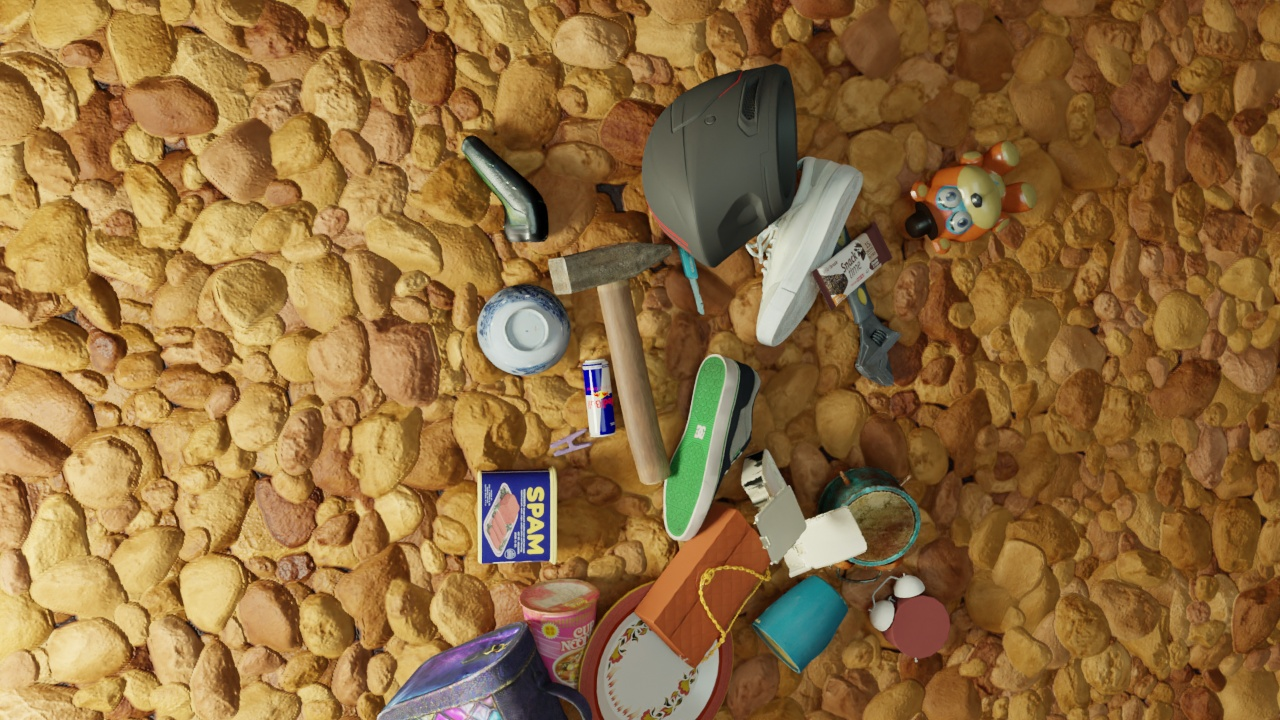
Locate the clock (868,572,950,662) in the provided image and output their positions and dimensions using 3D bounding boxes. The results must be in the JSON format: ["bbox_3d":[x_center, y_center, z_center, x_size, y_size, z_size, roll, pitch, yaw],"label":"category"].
[{"bbox_3d":[0.357,0.341,1.221,0.087,0.044,0.124,-43,99,-7],"label":"clock"}]

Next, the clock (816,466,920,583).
[{"bbox_3d":[0.292,0.216,1.190,0.121,0.073,0.158,4,107,-7],"label":"clock"}]

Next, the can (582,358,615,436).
[{"bbox_3d":[-0.051,0.046,1.133,0.032,0.032,0.095,-7,94,-11],"label":"can"}]

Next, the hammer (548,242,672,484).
[{"bbox_3d":[-0.007,0.006,1.119,0.157,0.037,0.301,-18,102,-34],"label":"hammer"}]

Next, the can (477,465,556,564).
[{"bbox_3d":[-0.149,0.187,1.107,0.092,0.056,0.116,0,92,-10],"label":"can"}]

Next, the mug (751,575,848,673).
[{"bbox_3d":[0.215,0.341,1.182,0.104,0.084,0.112,-42,128,-13],"label":"mug"}]

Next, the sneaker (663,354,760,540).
[{"bbox_3d":[0.095,0.115,1.146,0.079,0.084,0.235,15,91,-32],"label":"sneaker"}]

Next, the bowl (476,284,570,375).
[{"bbox_3d":[-0.138,-0.037,1.105,0.114,0.045,0.114,0,92,-11],"label":"bowl"}]

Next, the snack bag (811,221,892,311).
[{"bbox_3d":[0.272,-0.122,1.166,0.157,0.013,0.057,-36,102,-37],"label":"snack bag"}]

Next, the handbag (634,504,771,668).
[{"bbox_3d":[0.090,0.281,1.133,0.171,0.060,0.109,-49,118,-20],"label":"handbag"}]

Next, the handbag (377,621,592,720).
[{"bbox_3d":[-0.161,0.423,1.046,0.222,0.125,0.205,-19,97,15],"label":"handbag"}]

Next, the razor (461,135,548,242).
[{"bbox_3d":[-0.165,-0.201,1.095,0.067,0.054,0.151,-41,94,10],"label":"razor"}]

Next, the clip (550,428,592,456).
[{"bbox_3d":[-0.086,0.104,1.139,0.052,0.013,0.035,-24,96,-7],"label":"clip"}]

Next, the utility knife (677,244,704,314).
[{"bbox_3d":[0.060,-0.131,1.158,0.022,0.015,0.151,-21,99,-36],"label":"utility knife"}]

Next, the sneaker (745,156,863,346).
[{"bbox_3d":[0.188,-0.139,1.155,0.091,0.089,0.242,28,103,25],"label":"sneaker"}]

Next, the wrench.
[{"bbox_3d":[0.279,-0.093,1.199,0.073,0.022,0.273,-24,97,-15],"label":"wrench"}]

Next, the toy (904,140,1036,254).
[{"bbox_3d":[0.424,-0.208,1.194,0.176,0.096,0.112,-28,98,2],"label":"toy"}]

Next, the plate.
[{"bbox_3d":[0.020,0.384,1.142,0.229,0.021,0.230,-2,93,-32],"label":"plate"}]

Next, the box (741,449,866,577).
[{"bbox_3d":[0.198,0.188,1.093,0.106,0.192,0.143,-26,103,17],"label":"box"}]

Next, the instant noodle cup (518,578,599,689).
[{"bbox_3d":[-0.096,0.334,1.109,0.097,0.098,0.108,-4,100,-11],"label":"instant noodle cup"}]

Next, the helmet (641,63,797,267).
[{"bbox_3d":[0.087,-0.230,1.076,0.170,0.164,0.264,-2,60,19],"label":"helmet"}]
